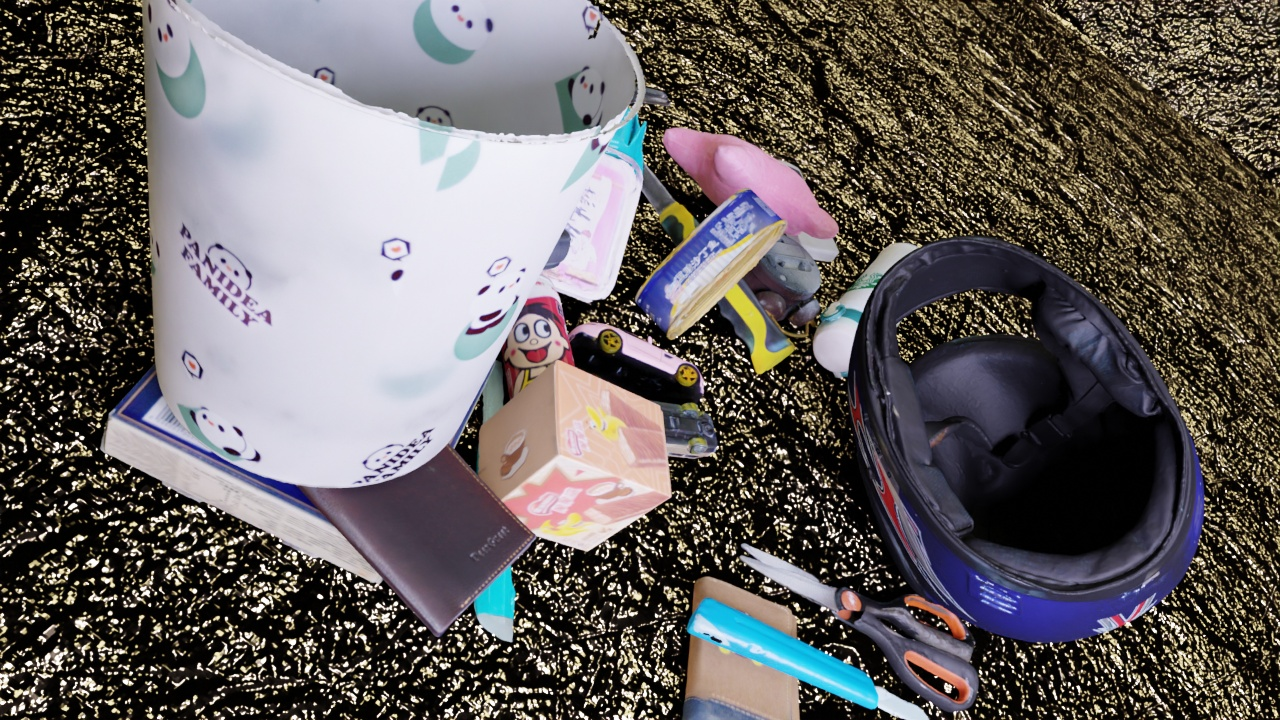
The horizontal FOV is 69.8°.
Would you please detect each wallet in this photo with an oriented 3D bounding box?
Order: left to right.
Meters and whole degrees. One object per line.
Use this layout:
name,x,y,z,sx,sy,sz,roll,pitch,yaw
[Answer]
wallet,-0.131,0.091,0.551,0.122,0.020,0.096,47,42,3
wallet,0.073,0.215,0.638,0.090,0.033,0.115,25,39,-13

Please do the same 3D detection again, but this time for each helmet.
helmet,0.300,0.072,0.763,0.315,0.247,0.240,65,5,19

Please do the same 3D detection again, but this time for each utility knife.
utility knife,-0.102,0.088,0.642,0.029,0.013,0.222,15,48,-26
utility knife,0.120,0.212,0.632,0.194,0.018,0.034,26,24,-7

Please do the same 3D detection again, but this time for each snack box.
snack box,-0.209,0.027,0.598,0.178,0.046,0.182,29,42,-10
snack box,-0.046,0.068,0.626,0.094,0.093,0.077,25,42,-33

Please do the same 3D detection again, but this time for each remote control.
remote control,0.184,-0.179,1.076,0.058,0.021,0.149,6,51,-31

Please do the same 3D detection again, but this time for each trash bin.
trash bin,-0.149,-0.081,0.491,0.229,0.253,0.229,17,39,-14

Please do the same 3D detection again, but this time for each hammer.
hammer,0.041,-0.131,0.887,0.323,0.126,0.032,54,5,9

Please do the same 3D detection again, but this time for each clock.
clock,0.138,-0.075,0.925,0.082,0.055,0.121,5,52,-33

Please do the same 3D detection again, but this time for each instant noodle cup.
instant noodle cup,-0.096,-0.133,0.780,0.173,0.060,0.138,20,76,-20

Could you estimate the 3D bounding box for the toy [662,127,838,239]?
toy,0.107,-0.188,0.966,0.194,0.074,0.178,31,4,-17

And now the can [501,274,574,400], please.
can,-0.080,-0.003,0.709,0.053,0.053,0.132,8,50,-30

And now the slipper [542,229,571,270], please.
slipper,-0.185,-0.086,0.666,0.268,0.083,0.110,13,16,8

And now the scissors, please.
scissors,0.175,0.209,0.720,0.234,0.022,0.142,12,48,-27

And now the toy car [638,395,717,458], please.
toy car,0.017,0.057,0.737,0.090,0.035,0.042,11,47,-27

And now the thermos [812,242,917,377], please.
thermos,0.246,-0.058,0.976,0.073,0.073,0.223,43,42,6

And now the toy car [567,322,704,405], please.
toy car,-0.004,0.004,0.755,0.122,0.056,0.037,24,50,-16

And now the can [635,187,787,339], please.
can,0.063,-0.087,0.827,0.049,0.148,0.074,46,4,12

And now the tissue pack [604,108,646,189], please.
tissue pack,-0.061,-0.193,0.837,0.133,0.093,0.050,15,55,1
